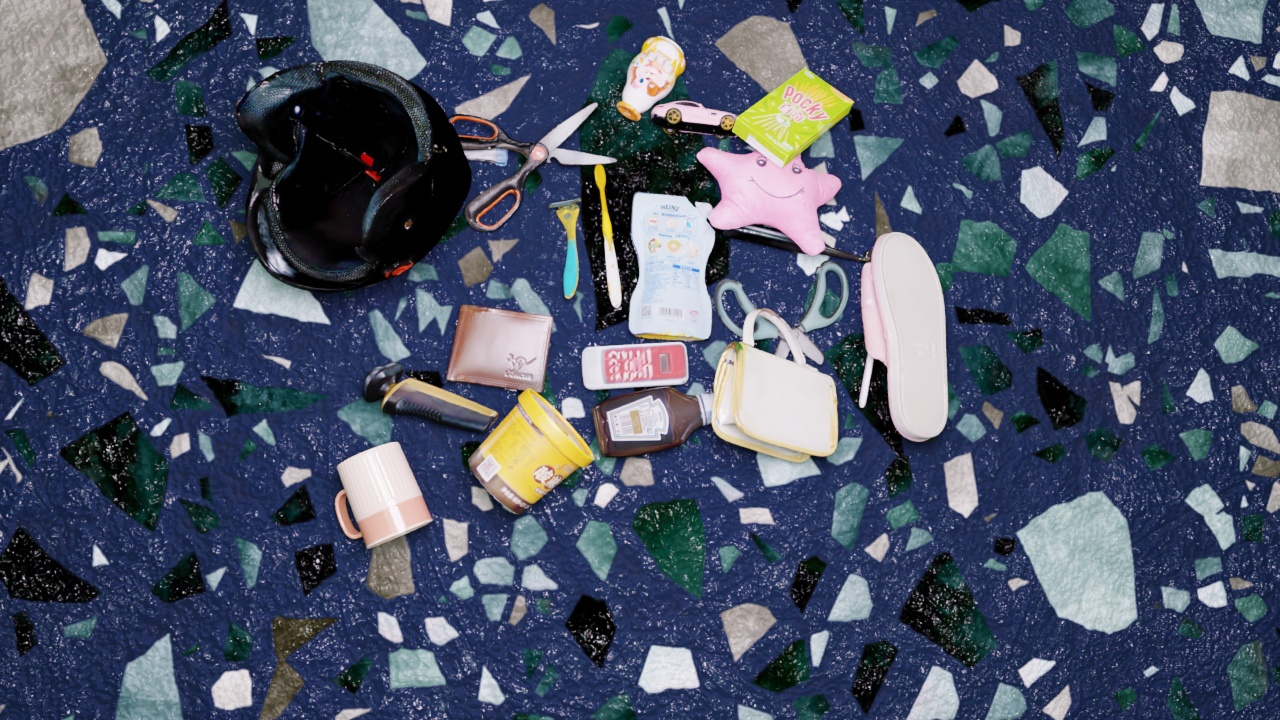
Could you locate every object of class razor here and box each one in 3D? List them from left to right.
[{"bbox_3d":[-0.260,0.049,1.142,0.167,0.062,0.067,19,51,-7],"label":"razor"},{"bbox_3d":[-0.093,-0.143,1.184,0.043,0.028,0.132,-6,80,18],"label":"razor"}]

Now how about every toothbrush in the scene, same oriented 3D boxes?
[{"bbox_3d":[-0.043,-0.162,1.198,0.016,0.018,0.191,-7,86,-3],"label":"toothbrush"},{"bbox_3d":[0.213,-0.154,1.208,0.212,0.026,0.027,12,88,-3],"label":"toothbrush"},{"bbox_3d":[0.302,-0.026,1.205,0.016,0.016,0.180,10,82,5],"label":"toothbrush"}]

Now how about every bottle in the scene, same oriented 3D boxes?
[{"bbox_3d":[0.011,-0.367,1.200,0.063,0.063,0.108,32,82,0],"label":"bottle"},{"bbox_3d":[0.040,0.071,1.161,0.195,0.044,0.080,-11,85,-6],"label":"bottle"}]

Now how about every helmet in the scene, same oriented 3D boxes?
[{"bbox_3d":[-0.329,-0.208,1.078,0.233,0.229,0.275,45,108,12],"label":"helmet"}]

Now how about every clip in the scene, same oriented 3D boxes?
[{"bbox_3d":[-0.202,-0.270,1.196,0.058,0.036,0.025,5,88,-3],"label":"clip"}]

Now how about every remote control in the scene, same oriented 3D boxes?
[{"bbox_3d":[-0.007,0.007,1.177,0.136,0.020,0.056,-3,84,-5],"label":"remote control"}]

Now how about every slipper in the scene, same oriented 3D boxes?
[{"bbox_3d":[0.337,-0.031,1.178,0.114,0.055,0.274,2,76,-27],"label":"slipper"}]

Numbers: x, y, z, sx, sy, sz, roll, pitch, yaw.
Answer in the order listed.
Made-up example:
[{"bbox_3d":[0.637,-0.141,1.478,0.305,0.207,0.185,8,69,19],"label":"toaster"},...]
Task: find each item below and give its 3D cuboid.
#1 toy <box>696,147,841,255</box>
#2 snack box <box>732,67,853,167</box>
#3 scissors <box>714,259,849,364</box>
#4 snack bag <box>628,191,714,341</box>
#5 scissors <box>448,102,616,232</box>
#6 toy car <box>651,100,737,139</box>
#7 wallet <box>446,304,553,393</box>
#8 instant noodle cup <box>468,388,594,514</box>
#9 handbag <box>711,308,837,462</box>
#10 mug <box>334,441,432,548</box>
[{"bbox_3d":[0.165,-0.233,1.189,0.194,0.075,0.178,16,68,-3],"label":"toy"},{"bbox_3d":[0.199,-0.317,1.191,0.086,0.026,0.156,41,59,14],"label":"snack box"},{"bbox_3d":[0.192,-0.077,1.202,0.171,0.019,0.170,38,81,2],"label":"scissors"},{"bbox_3d":[0.041,-0.122,1.187,0.110,0.039,0.191,2,81,1],"label":"snack bag"},{"bbox_3d":[-0.155,-0.263,1.180,0.228,0.021,0.221,31,91,-6],"label":"scissors"},{"bbox_3d":[0.075,-0.317,1.203,0.122,0.056,0.037,7,90,-4],"label":"toy car"},{"bbox_3d":[-0.177,-0.014,1.162,0.124,0.032,0.101,8,85,-2],"label":"wallet"},{"bbox_3d":[-0.136,0.114,1.111,0.114,0.118,0.118,-43,88,-1],"label":"instant noodle cup"},{"bbox_3d":[0.168,0.028,1.146,0.163,0.063,0.178,18,66,-28],"label":"handbag"},{"bbox_3d":[-0.322,0.168,1.112,0.115,0.081,0.106,-26,83,23],"label":"mug"}]
